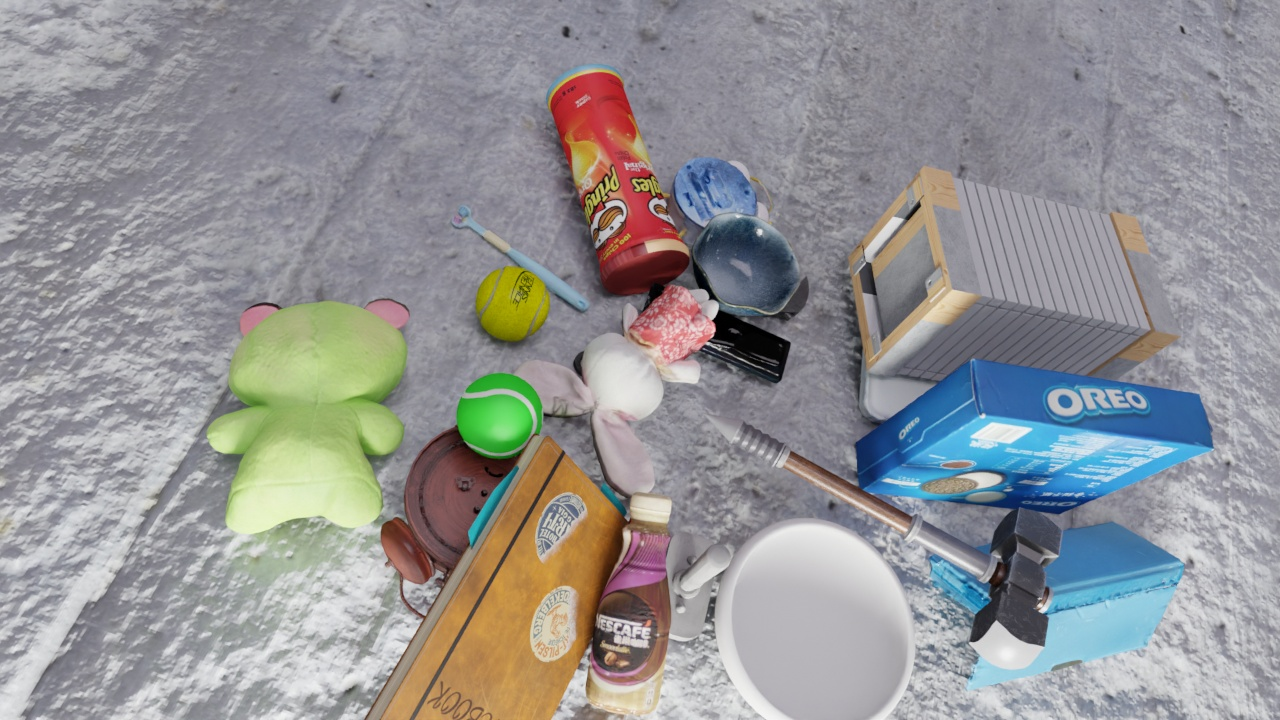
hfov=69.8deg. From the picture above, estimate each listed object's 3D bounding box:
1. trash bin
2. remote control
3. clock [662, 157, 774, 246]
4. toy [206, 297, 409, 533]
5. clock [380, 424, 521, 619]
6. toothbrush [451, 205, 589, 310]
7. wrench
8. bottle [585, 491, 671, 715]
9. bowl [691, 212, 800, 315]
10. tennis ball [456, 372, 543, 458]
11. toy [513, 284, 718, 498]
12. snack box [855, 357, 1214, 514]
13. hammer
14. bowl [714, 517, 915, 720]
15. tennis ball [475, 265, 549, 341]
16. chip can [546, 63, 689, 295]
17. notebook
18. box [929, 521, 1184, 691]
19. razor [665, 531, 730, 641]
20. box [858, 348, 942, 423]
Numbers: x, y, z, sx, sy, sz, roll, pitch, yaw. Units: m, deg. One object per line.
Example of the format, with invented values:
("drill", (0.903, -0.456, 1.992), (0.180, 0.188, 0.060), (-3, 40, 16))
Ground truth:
("trash bin", (0.357, -0.066, 0.905), (0.246, 0.143, 0.142), (9, 57, -16))
("remote control", (0.075, -0.027, 0.877), (0.150, 0.022, 0.047), (22, 68, -10))
("clock", (0.083, -0.161, 0.940), (0.125, 0.052, 0.088), (-14, 71, -24))
("toy", (-0.255, 0.032, 0.716), (0.150, 0.107, 0.196), (0, 75, -16))
("clock", (-0.136, 0.129, 0.725), (0.120, 0.072, 0.157), (25, 61, -6))
("toothbrush", (-0.112, -0.095, 0.866), (0.155, 0.016, 0.022), (36, 93, 0))
("wrench", (0.056, -0.040, 0.897), (0.272, 0.018, 0.073), (-23, 76, -24))
("bottle", (-0.003, 0.188, 0.723), (0.059, 0.060, 0.166), (11, 83, -14))
("bowl", (0.094, -0.084, 0.883), (0.110, 0.055, 0.110), (9, 63, -18))
("tennis ball", (-0.106, 0.042, 0.695), (0.065, 0.065, 0.065), (7, 65, -16))
("toy", (-0.005, 0.005, 0.808), (0.159, 0.084, 0.194), (38, 74, 11))
("snack box", (0.350, 0.078, 0.839), (0.238, 0.196, 0.056), (8, 62, -15))
("hammer", (0.198, 0.124, 0.786), (0.322, 0.043, 0.155), (29, 48, 7))
("bowl", (0.139, 0.226, 0.775), (0.176, 0.066, 0.176), (7, 65, -15))
("tennis ball", (-0.114, -0.051, 0.817), (0.065, 0.066, 0.065), (7, 65, -16))
("chip can", (-0.025, -0.176, 0.892), (0.087, 0.087, 0.213), (-10, 70, -22))
("notebook", (-0.088, 0.182, 0.674), (0.178, 0.014, 0.248), (54, 55, -42))
("box", (0.389, 0.234, 0.875), (0.231, 0.094, 0.112), (-5, 111, -22))
("razor", (0.047, 0.172, 0.741), (0.047, 0.116, 0.088), (19, 62, -4))
("box", (0.326, -0.002, 0.961), (0.209, 0.045, 0.191), (16, 63, -12))
